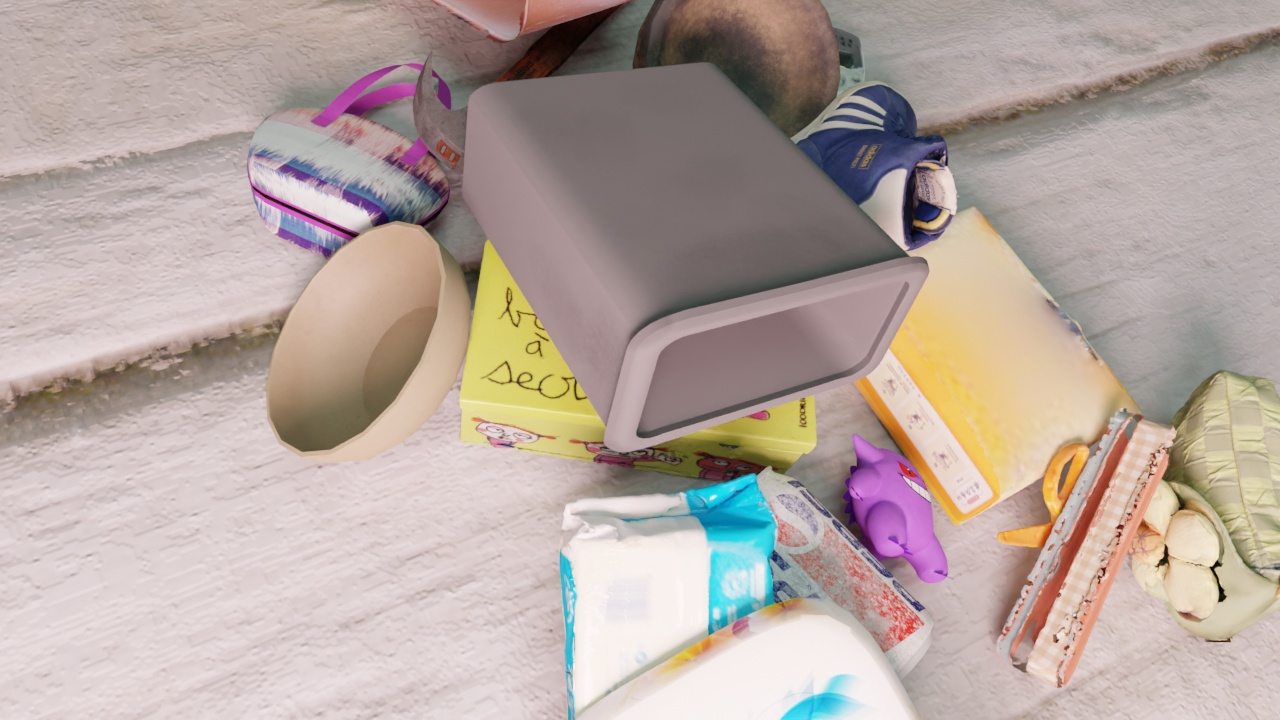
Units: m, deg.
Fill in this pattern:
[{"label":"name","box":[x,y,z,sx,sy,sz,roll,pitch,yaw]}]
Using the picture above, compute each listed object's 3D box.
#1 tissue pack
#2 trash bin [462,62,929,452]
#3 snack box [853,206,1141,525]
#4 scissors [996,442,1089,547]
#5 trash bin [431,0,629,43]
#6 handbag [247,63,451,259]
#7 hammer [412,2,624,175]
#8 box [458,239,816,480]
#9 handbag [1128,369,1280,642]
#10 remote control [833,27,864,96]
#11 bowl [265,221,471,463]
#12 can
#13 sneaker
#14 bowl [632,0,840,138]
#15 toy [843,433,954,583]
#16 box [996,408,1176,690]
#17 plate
[{"label":"tissue pack","box":[0.016,0.167,0.489,0.117,0.066,0.209,-1,90,-12]},{"label":"trash bin","box":[0.021,-0.076,0.546,0.191,0.098,0.219,-15,52,-27]},{"label":"snack box","box":[0.238,-0.006,0.660,0.145,0.081,0.195,-24,70,-23]},{"label":"scissors","box":[0.280,0.116,0.612,0.129,0.011,0.125,14,95,-31]},{"label":"trash bin","box":[-0.110,-0.379,0.692,0.157,0.182,0.260,-30,54,-35]},{"label":"handbag","box":[-0.192,-0.154,0.659,0.144,0.068,0.169,24,53,0]},{"label":"hammer","box":[-0.072,-0.244,0.726,0.111,0.028,0.299,38,52,-8]},{"label":"box","box":[-0.004,0.003,0.602,0.221,0.082,0.124,11,60,-8]},{"label":"handbag","box":[0.386,0.096,0.633,0.117,0.113,0.186,9,57,7]},{"label":"remote control","box":[0.164,-0.245,0.802,0.060,0.028,0.114,15,60,-5]},{"label":"bowl","box":[-0.157,-0.006,0.558,0.050,0.153,0.152,35,46,-47]},{"label":"can","box":[0.103,0.136,0.556,0.078,0.078,0.136,-38,76,-27]},{"label":"sneaker","box":[0.193,-0.148,0.677,0.119,0.091,0.232,14,34,39]},{"label":"bowl","box":[0.068,-0.222,0.712,0.162,0.070,0.162,-3,100,-19]},{"label":"toy","box":[0.162,0.097,0.602,0.106,0.056,0.087,34,48,-37]},{"label":"box","box":[0.292,0.120,0.584,0.060,0.058,0.186,28,84,-1]},{"label":"plate","box":[0.062,0.227,0.440,0.187,0.016,0.187,-28,85,-7]}]
